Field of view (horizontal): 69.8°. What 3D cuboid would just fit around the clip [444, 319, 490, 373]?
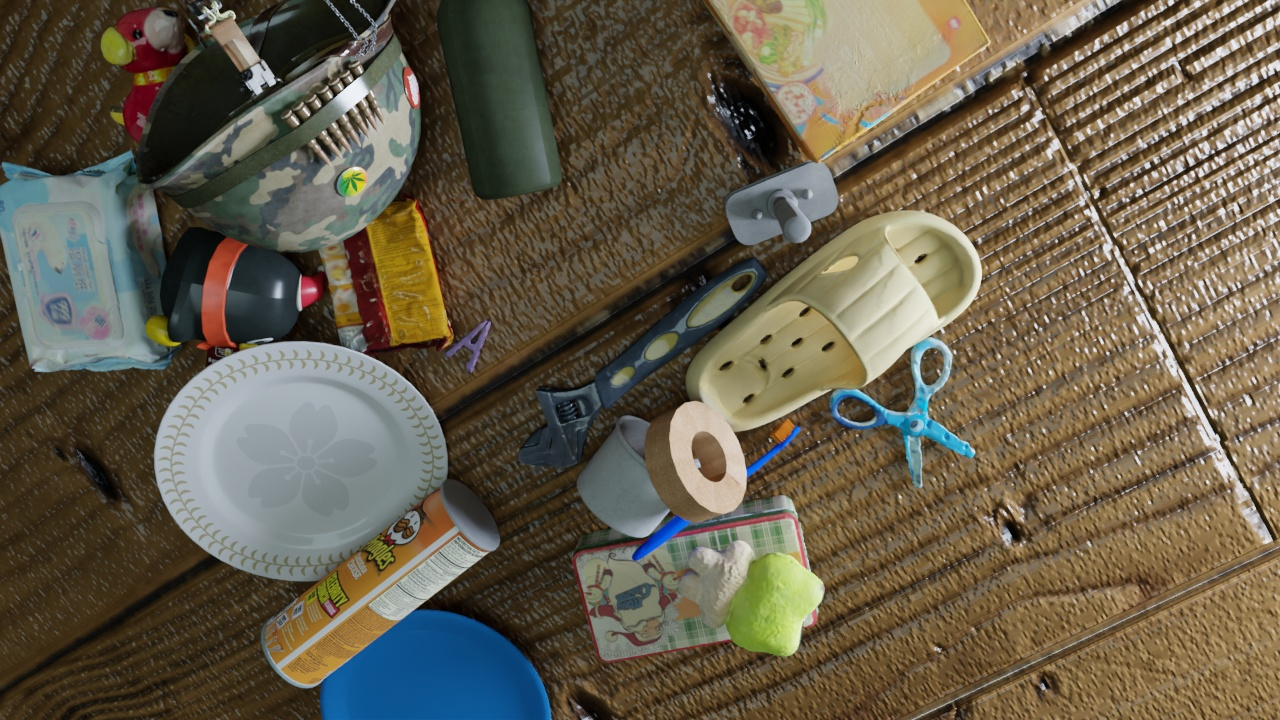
[{"bbox_3d":[-0.151,-0.014,0.796,0.046,0.014,0.050,10,109,4],"label":"clip"}]

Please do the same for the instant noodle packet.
[{"bbox_3d":[-0.216,-0.066,0.772,0.099,0.039,0.135,-9,101,10],"label":"instant noodle packet"}]

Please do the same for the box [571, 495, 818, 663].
[{"bbox_3d":[0.048,0.196,0.821,0.205,0.050,0.118,-11,105,6],"label":"box"}]

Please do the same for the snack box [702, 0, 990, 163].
[{"bbox_3d":[0.131,-0.265,0.668,0.145,0.080,0.195,-34,100,12],"label":"snack box"}]

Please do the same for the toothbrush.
[{"bbox_3d":[0.063,0.111,0.788,0.182,0.016,0.018,-38,93,-4],"label":"toothbrush"}]

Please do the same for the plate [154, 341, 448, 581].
[{"bbox_3d":[-0.293,0.092,0.807,0.242,0.016,0.243,-5,116,-10],"label":"plate"}]

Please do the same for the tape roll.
[{"bbox_3d":[0.045,0.081,0.739,0.027,0.093,0.094,-27,103,37],"label":"tape roll"}]

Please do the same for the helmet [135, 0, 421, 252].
[{"bbox_3d":[-0.264,-0.199,0.654,0.224,0.193,0.236,-51,134,2],"label":"helmet"}]

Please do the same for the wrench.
[{"bbox_3d":[-0.004,0.005,0.784,0.274,0.022,0.073,-38,100,13],"label":"wrench"}]

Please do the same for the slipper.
[{"bbox_3d":[0.150,-0.025,0.737,0.262,0.079,0.111,-33,97,13],"label":"slipper"}]

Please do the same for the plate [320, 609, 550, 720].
[{"bbox_3d":[-0.197,0.337,0.890,0.224,0.024,0.224,1,106,4],"label":"plate"}]

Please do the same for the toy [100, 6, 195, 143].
[{"bbox_3d":[-0.381,-0.209,0.738,0.106,0.067,0.137,-9,117,9],"label":"toy"}]

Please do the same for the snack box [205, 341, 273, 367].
[{"bbox_3d":[-0.358,0.050,0.819,0.051,0.031,0.141,12,106,1],"label":"snack box"}]

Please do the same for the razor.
[{"bbox_3d":[0.112,-0.111,0.694,0.088,0.116,0.047,-21,108,9],"label":"razor"}]

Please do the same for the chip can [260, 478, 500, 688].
[{"bbox_3d":[-0.231,0.199,0.819,0.215,0.075,0.075,-38,100,8],"label":"chip can"}]

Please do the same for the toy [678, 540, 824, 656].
[{"bbox_3d":[0.090,0.196,0.770,0.115,0.046,0.092,23,103,5],"label":"toy"}]

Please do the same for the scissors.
[{"bbox_3d":[0.222,0.048,0.786,0.134,0.012,0.134,-6,107,5],"label":"scissors"}]

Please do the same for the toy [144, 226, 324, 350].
[{"bbox_3d":[-0.328,-0.055,0.755,0.119,0.097,0.100,11,102,-2],"label":"toy"}]

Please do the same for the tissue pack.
[{"bbox_3d":[-0.464,-0.080,0.771,0.112,0.070,0.182,-3,105,6],"label":"tissue pack"}]

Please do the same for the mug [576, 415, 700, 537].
[{"bbox_3d":[0.008,0.103,0.787,0.113,0.084,0.071,24,111,-36],"label":"mug"}]

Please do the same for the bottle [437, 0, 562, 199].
[{"bbox_3d":[-0.113,-0.231,0.701,0.071,0.071,0.207,-9,105,6],"label":"bottle"}]
